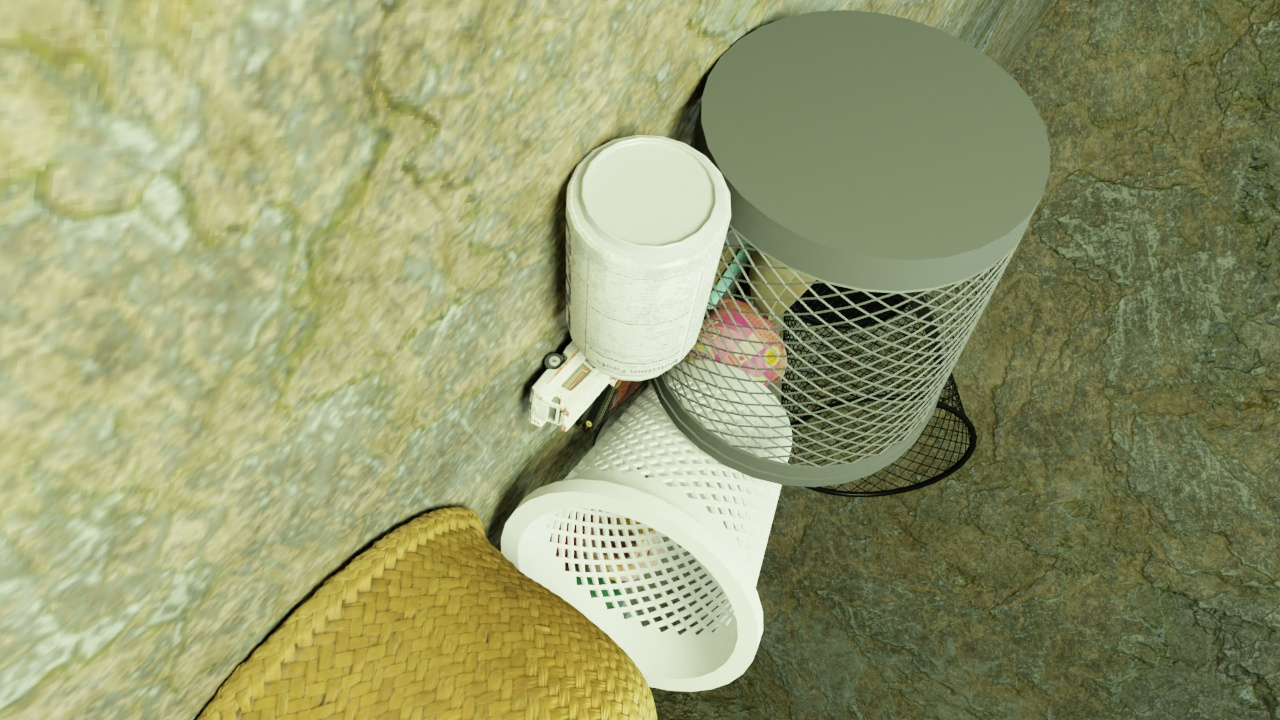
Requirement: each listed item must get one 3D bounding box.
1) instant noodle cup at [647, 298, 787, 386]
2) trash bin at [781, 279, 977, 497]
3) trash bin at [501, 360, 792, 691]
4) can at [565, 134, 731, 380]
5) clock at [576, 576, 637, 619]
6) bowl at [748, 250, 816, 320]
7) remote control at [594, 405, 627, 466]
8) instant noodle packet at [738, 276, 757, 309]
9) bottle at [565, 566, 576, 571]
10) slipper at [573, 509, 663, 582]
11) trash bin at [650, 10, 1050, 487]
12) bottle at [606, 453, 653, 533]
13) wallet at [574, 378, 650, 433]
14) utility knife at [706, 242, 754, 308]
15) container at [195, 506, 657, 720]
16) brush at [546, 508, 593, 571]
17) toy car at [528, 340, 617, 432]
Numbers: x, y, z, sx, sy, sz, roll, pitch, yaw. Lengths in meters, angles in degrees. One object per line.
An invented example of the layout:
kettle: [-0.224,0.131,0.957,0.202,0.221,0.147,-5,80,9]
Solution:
instant noodle cup: [0.067,0.010,0.873,0.108,0.098,0.098,-38,161,-29]
trash bin: [0.224,0.001,0.927,0.184,0.184,0.209,108,-13,-53]
trash bin: [0.027,0.110,0.713,0.199,0.195,0.196,-55,171,-47]
can: [0.000,-0.048,0.483,0.078,0.078,0.136,-50,166,-23]
clock: [-0.047,0.252,0.794,0.161,0.075,0.122,56,44,-85]
bowl: [0.148,-0.110,0.837,0.152,0.050,0.152,-46,168,-13]
remote control: [-0.031,0.086,0.866,0.043,0.013,0.137,-47,165,-31]
instant noodle packet: [0.168,-0.142,0.964,0.159,0.032,0.221,-41,162,-40]
bottle: [-0.109,0.255,0.899,0.131,0.061,0.061,-54,165,-7]
slipper: [-0.022,0.189,1.003,0.197,0.093,0.081,-16,121,-77]
trash bin: [0.118,-0.066,0.586,0.217,0.218,0.228,-49,162,-27]
bottle: [0.012,0.124,0.987,0.068,0.068,0.156,-60,176,19]
wallet: [-0.004,0.004,0.736,0.122,0.019,0.072,-41,162,-47]
utility knife: [0.087,-0.083,0.862,0.126,0.015,0.022,-56,166,11]
container: [-0.130,0.265,0.557,0.306,0.196,0.307,-53,169,-16]
brush: [-0.099,0.186,0.805,0.082,0.042,0.174,-34,155,-59]
toy car: [-0.028,-0.002,0.587,0.112,0.039,0.039,-47,165,-31]
